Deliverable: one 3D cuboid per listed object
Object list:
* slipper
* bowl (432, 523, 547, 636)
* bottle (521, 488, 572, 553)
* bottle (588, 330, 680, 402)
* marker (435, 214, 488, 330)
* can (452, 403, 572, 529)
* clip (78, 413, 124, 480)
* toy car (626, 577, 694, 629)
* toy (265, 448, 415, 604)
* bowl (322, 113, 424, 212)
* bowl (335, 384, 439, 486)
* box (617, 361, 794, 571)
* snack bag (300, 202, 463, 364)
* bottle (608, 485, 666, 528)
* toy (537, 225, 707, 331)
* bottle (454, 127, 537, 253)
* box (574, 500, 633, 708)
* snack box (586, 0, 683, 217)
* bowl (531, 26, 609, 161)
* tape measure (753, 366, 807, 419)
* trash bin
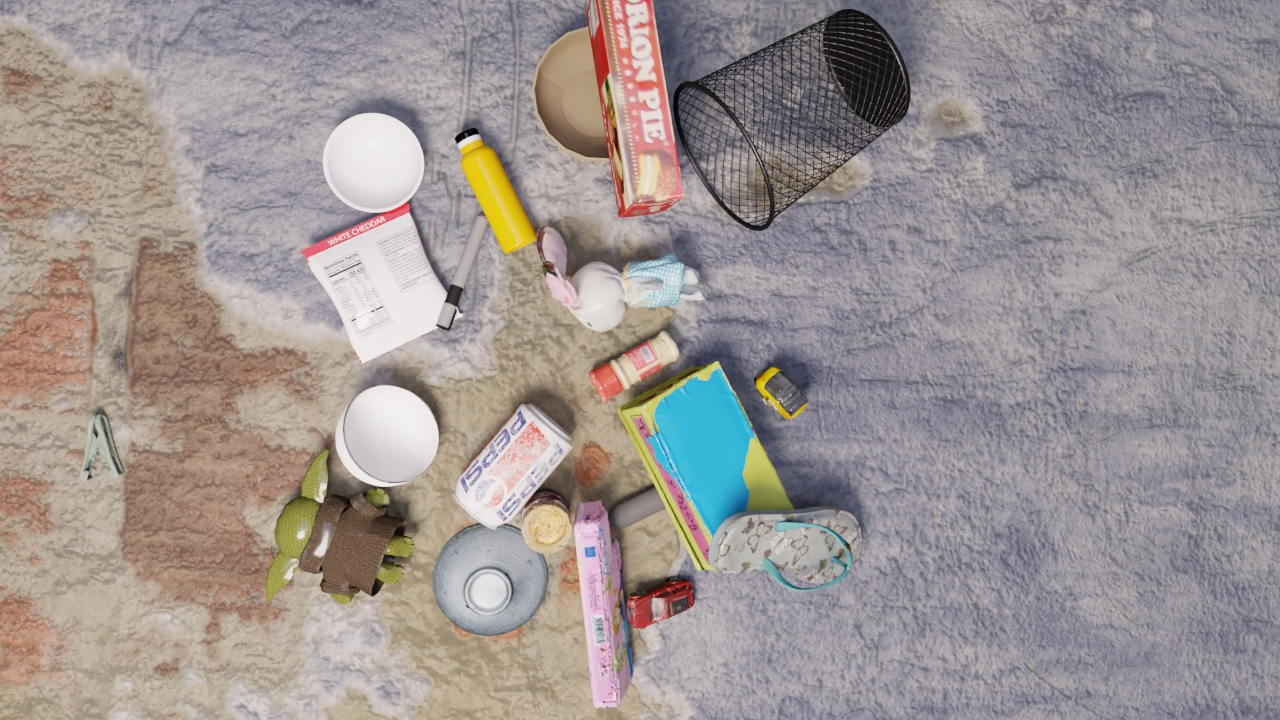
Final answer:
[{"bbox_3d":[0.187,0.213,1.044,0.268,0.055,0.098,17,99,-42],"label":"slipper"},{"bbox_3d":[-0.176,0.263,1.072,0.137,0.057,0.137,0,92,-7],"label":"bowl"},{"bbox_3d":[-0.108,0.183,1.053,0.056,0.105,0.056,0,92,-7],"label":"bottle"},{"bbox_3d":[-0.006,0.006,1.089,0.109,0.044,0.044,-30,95,-5],"label":"bottle"},{"bbox_3d":[-0.206,-0.103,1.062,0.016,0.016,0.140,20,79,-7],"label":"marker"},{"bbox_3d":[-0.147,0.121,1.059,0.078,0.078,0.136,41,87,-7],"label":"can"},{"bbox_3d":[-0.609,0.096,1.033,0.059,0.023,0.076,-1,95,-8],"label":"clip"},{"bbox_3d":[0.024,0.291,1.097,0.091,0.036,0.042,-11,97,-29],"label":"toy car"},{"bbox_3d":[-0.336,0.204,1.041,0.153,0.078,0.179,21,90,1],"label":"toy"},{"bbox_3d":[-0.301,-0.221,1.045,0.110,0.040,0.110,0,92,-7],"label":"bowl"},{"bbox_3d":[-0.292,0.089,1.037,0.113,0.063,0.113,17,61,-34],"label":"bowl"},{"bbox_3d":[0.079,0.122,1.073,0.124,0.081,0.221,-31,94,-25],"label":"box"},{"bbox_3d":[-0.295,-0.088,1.051,0.130,0.039,0.144,-27,99,-9],"label":"snack bag"},{"bbox_3d":[-0.010,0.180,1.102,0.113,0.030,0.030,-25,95,-5],"label":"bottle"},{"bbox_3d":[-0.023,-0.084,1.073,0.205,0.131,0.106,3,123,-15],"label":"toy"},{"bbox_3d":[-0.170,-0.197,1.061,0.043,0.043,0.143,-27,95,-5],"label":"bottle"},{"bbox_3d":[-0.040,0.282,1.060,0.053,0.084,0.230,-5,100,-1],"label":"box"},{"bbox_3d":[-0.009,-0.278,0.989,0.060,0.113,0.236,-9,93,-7],"label":"snack box"},{"bbox_3d":[-0.050,-0.304,1.067,0.152,0.050,0.152,0,92,-7],"label":"bowl"},{"bbox_3d":[0.167,0.041,1.100,0.037,0.064,0.065,-42,95,-5],"label":"tape measure"},{"bbox_3d":[0.176,-0.280,1.037,0.210,0.184,0.184,-33,96,-10],"label":"trash bin"}]
